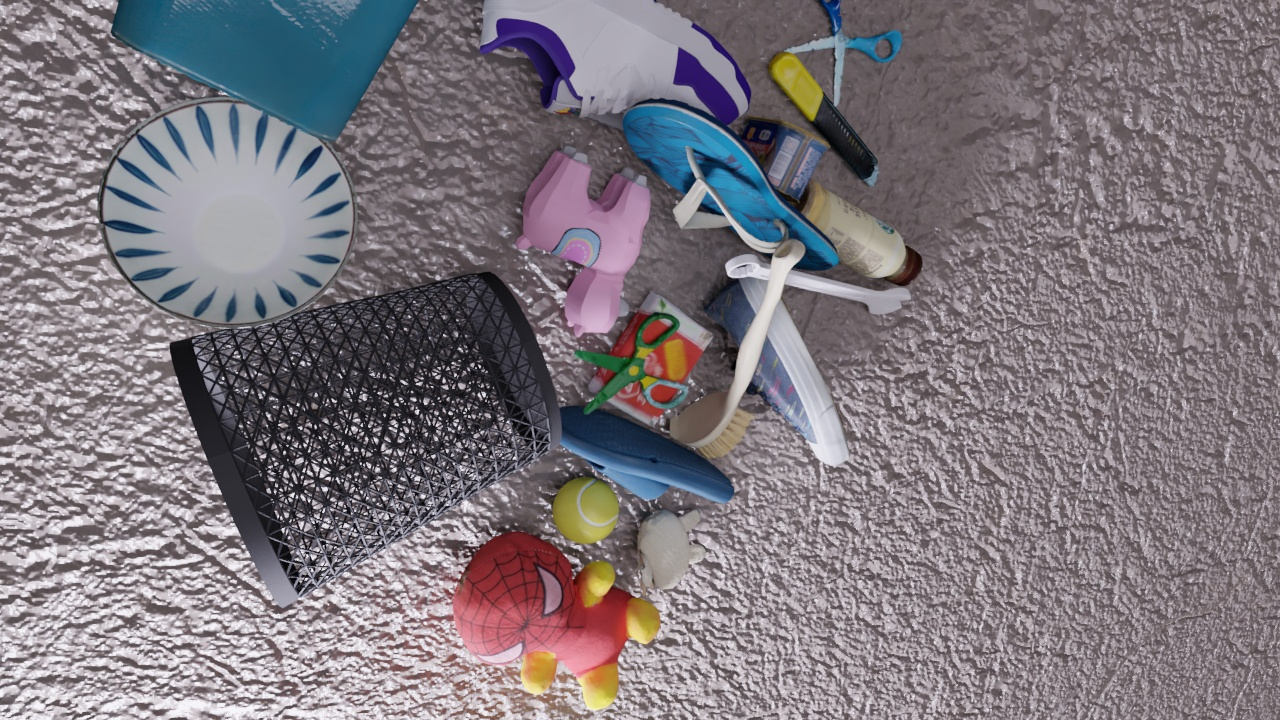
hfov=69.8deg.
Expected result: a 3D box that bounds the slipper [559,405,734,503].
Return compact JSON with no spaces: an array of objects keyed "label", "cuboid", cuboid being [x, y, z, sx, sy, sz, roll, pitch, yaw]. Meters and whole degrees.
[{"label":"slipper","cuboid":[0.002,0.103,0.893,0.213,0.104,0.059,23,100,-30]}]

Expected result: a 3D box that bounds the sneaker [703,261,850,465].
[{"label":"sneaker","cuboid":[0.140,0.014,0.938,0.079,0.087,0.235,-26,111,10]}]

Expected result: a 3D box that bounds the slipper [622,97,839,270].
[{"label":"slipper","cuboid":[0.078,-0.132,0.813,0.294,0.118,0.060,30,80,-45]}]

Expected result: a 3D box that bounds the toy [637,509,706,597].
[{"label":"toy","cuboid":[0.024,0.199,0.956,0.112,0.050,0.087,-28,117,-34]}]

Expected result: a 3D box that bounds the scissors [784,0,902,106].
[{"label":"scissors","cuboid":[0.194,-0.313,0.882,0.127,0.014,0.133,-16,117,-11]}]

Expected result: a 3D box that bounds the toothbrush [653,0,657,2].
[{"label":"toothbrush","cuboid":[0.013,-0.304,0.812,0.017,0.016,0.190,-37,116,1]}]

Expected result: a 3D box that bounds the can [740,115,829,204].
[{"label":"can","cuboid":[0.123,-0.186,0.846,0.054,0.100,0.059,22,99,-24]}]

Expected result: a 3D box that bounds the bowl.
[{"label":"bowl","cuboid":[-0.311,-0.105,0.708,0.177,0.071,0.177,3,80,-18]}]

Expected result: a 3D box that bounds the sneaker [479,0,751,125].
[{"label":"sneaker","cuboid":[-0.023,-0.240,0.757,0.244,0.092,0.111,26,92,-21]}]

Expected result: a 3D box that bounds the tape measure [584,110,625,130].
[{"label":"tape measure","cuboid":[-0.026,-0.240,0.815,0.062,0.020,0.060,18,99,-25]}]

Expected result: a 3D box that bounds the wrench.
[{"label":"wrench","cuboid":[0.180,-0.073,0.894,0.272,0.047,0.009,7,64,-42]}]

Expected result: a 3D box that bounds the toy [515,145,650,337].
[{"label":"toy","cuboid":[-0.051,-0.103,0.825,0.123,0.067,0.158,14,105,-23]}]

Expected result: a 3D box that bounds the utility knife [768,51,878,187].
[{"label":"utility knife","cuboid":[0.185,-0.232,0.899,0.029,0.020,0.174,-41,118,14]}]

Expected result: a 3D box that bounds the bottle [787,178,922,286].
[{"label":"bottle","cuboid":[0.214,-0.124,0.925,0.162,0.056,0.056,23,97,-26]}]

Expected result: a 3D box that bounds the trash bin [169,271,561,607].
[{"label":"trash bin","cuboid":[-0.209,0.044,0.741,0.242,0.217,0.217,-23,113,-20]}]

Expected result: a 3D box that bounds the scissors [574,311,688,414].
[{"label":"scissors","cuboid":[-0.003,0.012,0.869,0.125,0.011,0.127,-43,115,-5]}]

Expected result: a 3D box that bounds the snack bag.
[{"label":"snack bag","cuboid":[0.011,0.000,0.897,0.077,0.036,0.116,32,93,-26]}]

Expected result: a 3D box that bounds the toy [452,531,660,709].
[{"label":"toy","cuboid":[-0.090,0.251,0.905,0.216,0.099,0.147,35,82,-28]}]

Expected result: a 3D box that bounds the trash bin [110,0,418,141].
[{"label":"trash bin","cuboid":[-0.236,-0.291,0.633,0.199,0.196,0.219,24,103,-25]}]

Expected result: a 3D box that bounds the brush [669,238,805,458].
[{"label":"brush","cuboid":[0.097,-0.004,0.859,0.077,0.062,0.273,5,135,-17]}]

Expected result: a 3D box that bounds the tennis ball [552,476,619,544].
[{"label":"tennis ball","cuboid":[-0.054,0.147,0.904,0.065,0.065,0.065,-6,109,-19]}]
